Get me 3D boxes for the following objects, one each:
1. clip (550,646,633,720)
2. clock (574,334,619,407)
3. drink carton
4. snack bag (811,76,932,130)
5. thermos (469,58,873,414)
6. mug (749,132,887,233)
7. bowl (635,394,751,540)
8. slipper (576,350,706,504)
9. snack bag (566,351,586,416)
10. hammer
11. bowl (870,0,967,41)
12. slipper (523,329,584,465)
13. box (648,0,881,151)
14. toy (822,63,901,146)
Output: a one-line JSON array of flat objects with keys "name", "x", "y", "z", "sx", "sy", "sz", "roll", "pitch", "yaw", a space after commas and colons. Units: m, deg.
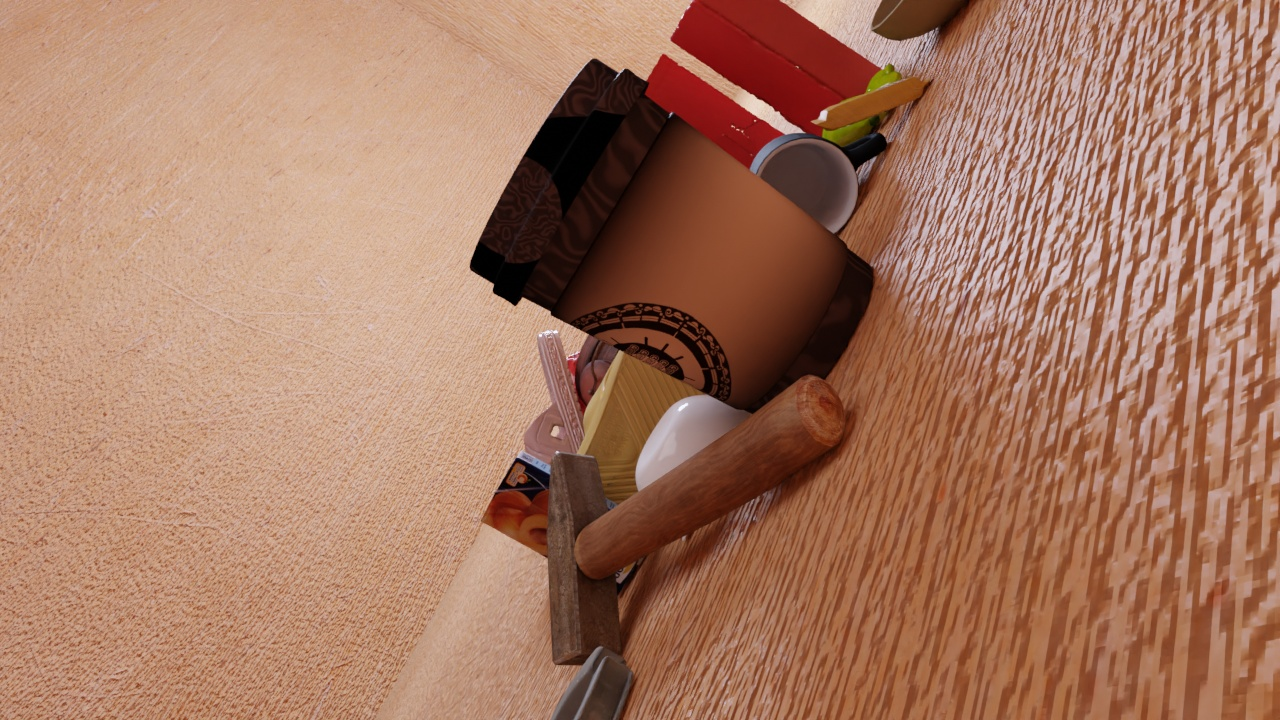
[{"name": "clip", "x": -0.052, "y": 0.261, "z": 0.569, "sx": 0.163, "sy": 0.028, "sz": 0.112, "roll": -61, "pitch": 5, "yaw": -8}, {"name": "clock", "x": -0.006, "y": 0.006, "z": 0.902, "sx": 0.120, "sy": 0.072, "sz": 0.157, "roll": -59, "pitch": -34, "yaw": -1}, {"name": "drink carton", "x": -0.058, "y": 0.134, "z": 0.751, "sx": 0.064, "sy": 0.130, "sz": 0.040, "roll": -60, "pitch": 2, "yaw": 5}, {"name": "snack bag", "x": 0.190, "y": -0.211, "z": 0.756, "sx": 0.099, "sy": 0.020, "sz": 0.026, "roll": -20, "pitch": 14, "yaw": 4}, {"name": "thermos", "x": 0.025, "y": -0.070, "z": 0.617, "sx": 0.173, "sy": 0.226, "sz": 0.172, "roll": -58, "pitch": 7, "yaw": 10}, {"name": "mug", "x": 0.150, "y": -0.157, "z": 0.772, "sx": 0.122, "sy": 0.085, "sz": 0.094, "roll": -28, "pitch": 14, "yaw": 11}, {"name": "bowl", "x": 0.033, "y": 0.070, "z": 0.692, "sx": 0.115, "sy": 0.050, "sz": 0.114, "roll": -58, "pitch": 7, "yaw": 10}, {"name": "slipper", "x": 0.001, "y": 0.057, "z": 0.807, "sx": 0.263, "sy": 0.099, "sz": 0.078, "roll": -63, "pitch": 5, "yaw": 0}, {"name": "snack bag", "x": -0.049, "y": 0.021, "z": 1.044, "sx": 0.082, "sy": 0.082, "sz": 0.176, "roll": -58, "pitch": -1, "yaw": 6}, {"name": "hammer", "x": 0.021, "y": 0.086, "z": 0.594, "sx": 0.302, "sy": 0.037, "sz": 0.157, "roll": -40, "pitch": 47, "yaw": 47}, {"name": "bowl", "x": 0.269, "y": -0.345, "z": 0.806, "sx": 0.152, "sy": 0.050, "sz": 0.152, "roll": -58, "pitch": 7, "yaw": 10}, {"name": "slipper", "x": -0.083, "y": 0.082, "z": 0.888, "sx": 0.094, "sy": 0.064, "sz": 0.239, "roll": 96, "pitch": 160, "yaw": -64}, {"name": "box", "x": 0.193, "y": -0.413, "z": 1.021, "sx": 0.351, "sy": 0.217, "sz": 0.198, "roll": -58, "pitch": 7, "yaw": -6}, {"name": "toy", "x": 0.205, "y": -0.231, "z": 0.848, "sx": 0.094, "sy": 0.036, "sz": 0.094, "roll": -51, "pitch": 16, "yaw": 22}]
